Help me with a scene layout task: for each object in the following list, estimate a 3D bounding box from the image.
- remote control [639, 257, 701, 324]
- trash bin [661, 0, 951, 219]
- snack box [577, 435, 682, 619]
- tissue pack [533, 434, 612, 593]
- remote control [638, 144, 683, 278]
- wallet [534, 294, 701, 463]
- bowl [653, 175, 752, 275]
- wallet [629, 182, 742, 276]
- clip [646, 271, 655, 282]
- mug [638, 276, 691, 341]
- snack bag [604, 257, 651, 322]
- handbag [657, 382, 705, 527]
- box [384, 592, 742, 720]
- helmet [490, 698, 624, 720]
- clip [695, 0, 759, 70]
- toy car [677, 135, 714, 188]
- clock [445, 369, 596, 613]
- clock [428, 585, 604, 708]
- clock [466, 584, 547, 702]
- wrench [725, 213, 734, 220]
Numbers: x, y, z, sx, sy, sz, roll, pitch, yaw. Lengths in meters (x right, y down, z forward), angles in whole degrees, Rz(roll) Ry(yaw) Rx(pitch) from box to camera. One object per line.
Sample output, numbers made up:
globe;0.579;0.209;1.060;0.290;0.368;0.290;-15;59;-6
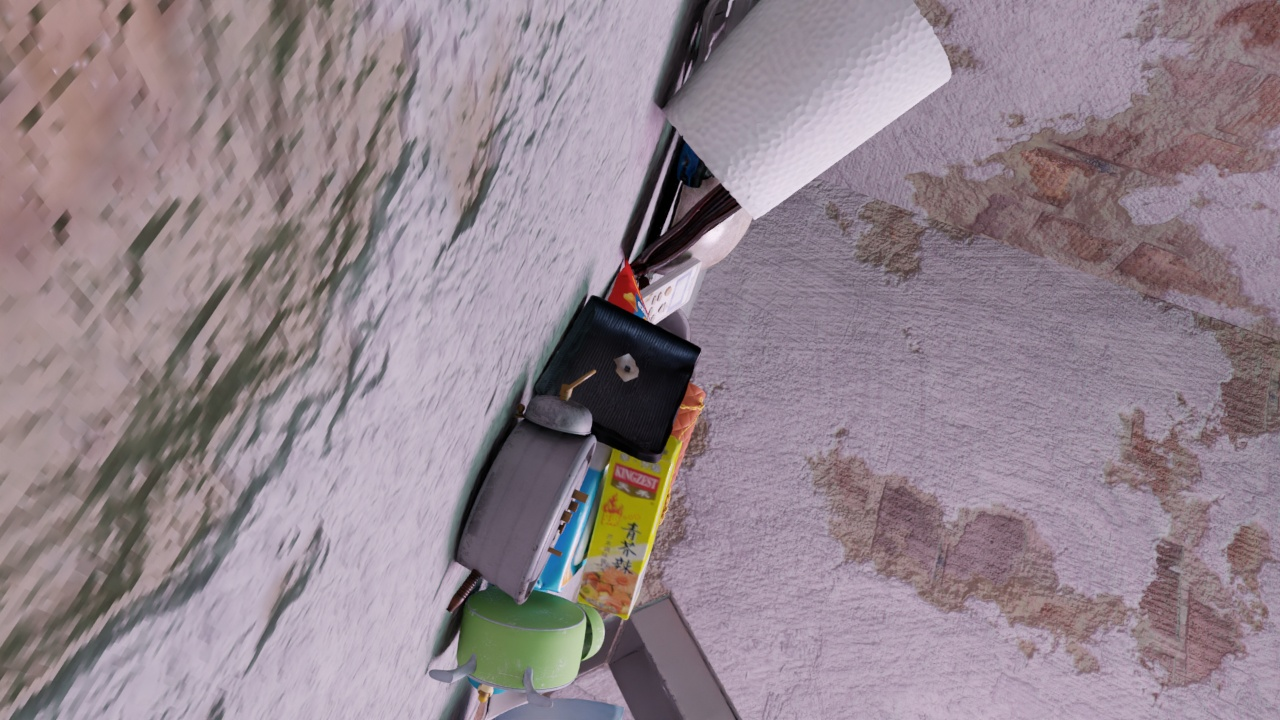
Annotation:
remote control;0.011;-0.051;0.847;0.135;0.011;0.050;-36;153;-43
trash bin;0.109;-0.192;0.644;0.161;0.133;0.133;-40;-177;13
snack box;-0.009;0.113;0.629;0.028;0.040;0.148;-58;164;-57
tissue pack;-0.055;0.099;0.682;0.209;0.066;0.117;39;71;-84
remote control;0.024;-0.148;0.891;0.030;0.009;0.140;-59;168;-72
wallet;-0.012;0.012;0.601;0.026;0.089;0.114;-64;180;43
bowl;0.076;-0.160;0.927;0.178;0.081;0.178;-165;-84;-88
wallet;0.042;-0.114;0.761;0.120;0.031;0.099;-40;-174;-2
clip;0.028;-0.110;1.033;0.023;0.045;0.076;103;10;-52
mug;0.009;-0.032;0.938;0.083;0.073;0.105;96;-14;-76
snack bag;-0.004;0.004;0.728;0.143;0.039;0.131;-71;143;-60
handbag;-0.006;0.087;0.963;0.060;0.109;0.171;104;7;-60
box;-0.089;0.358;1.025;0.168;0.380;0.171;106;-11;-50
helmet;-0.104;0.403;0.773;0.225;0.167;0.266;-53;165;-85
clip;0.081;-0.275;0.703;0.144;0.075;0.125;-58;176;-17
toy car;0.057;-0.206;0.780;0.056;0.043;0.120;89;20;-80
clock;-0.058;0.072;0.526;0.104;0.056;0.148;-43;155;-83
clock;-0.075;0.180;0.605;0.119;0.094;0.042;-3;104;-80
clock;-0.103;0.205;0.720;0.129;0.043;0.099;-117;-133;-85
wrench;0.097;-0.262;0.820;0.066;0.018;0.273;-149;-113;-76
